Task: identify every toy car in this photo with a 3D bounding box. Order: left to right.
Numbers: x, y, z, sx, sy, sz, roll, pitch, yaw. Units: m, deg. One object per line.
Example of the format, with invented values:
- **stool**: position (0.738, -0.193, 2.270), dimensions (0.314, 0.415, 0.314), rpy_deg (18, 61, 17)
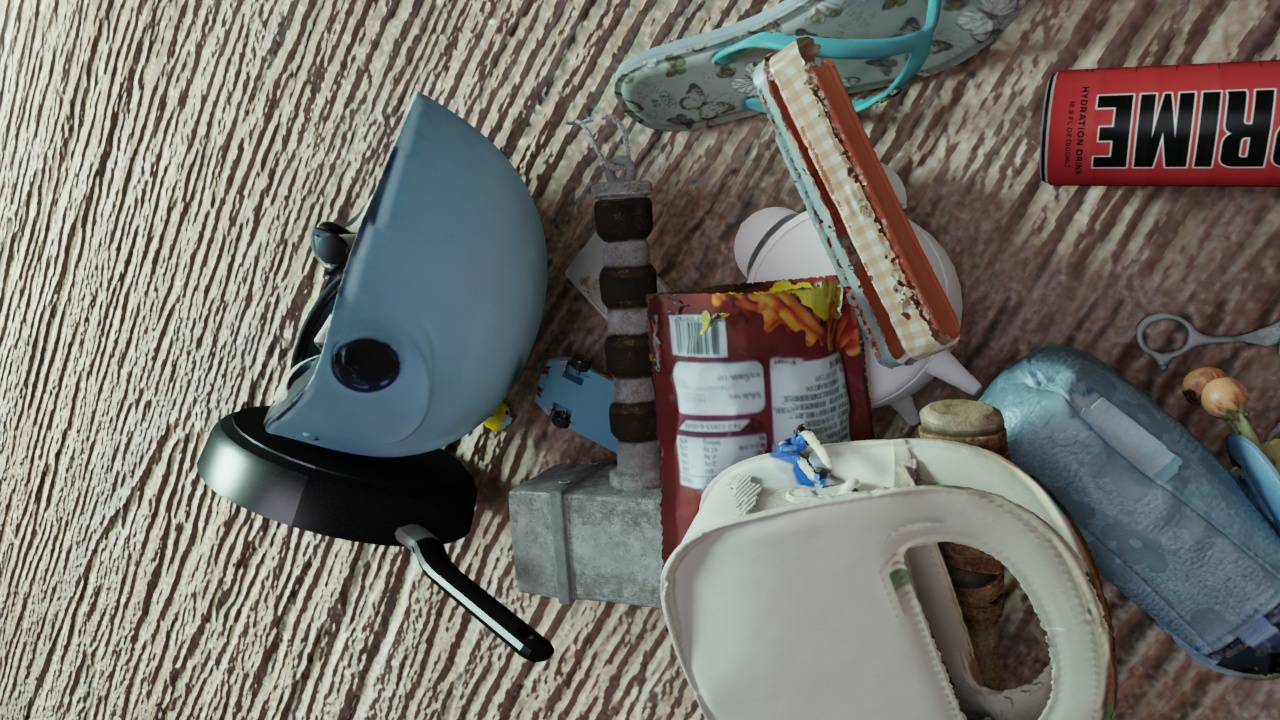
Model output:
- **toy car**: position (-0.023, 0.034, 0.678), dimensions (0.108, 0.027, 0.060), rpy_deg (26, 111, 16)

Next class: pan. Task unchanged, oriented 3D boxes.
- **pan**: position (-0.171, 0.104, 0.643), dimensions (0.356, 0.203, 0.044), rpy_deg (22, 96, 43)

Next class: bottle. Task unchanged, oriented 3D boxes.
- **bottle**: position (0.303, -0.121, 0.470), dimensions (0.177, 0.062, 0.062), rpy_deg (6, 98, 28)

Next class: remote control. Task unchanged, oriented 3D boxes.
- **remote control**: position (0.002, -0.036, 0.669), dimensions (0.136, 0.011, 0.050), rpy_deg (47, 114, 16)

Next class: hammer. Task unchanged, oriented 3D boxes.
- **hammer**: position (-0.004, 0.004, 0.605), dimensions (0.177, 0.079, 0.326), rpy_deg (0, 100, 23)
- **hammer**: position (0.186, 0.163, 0.509), dimensions (0.122, 0.048, 0.319), rpy_deg (3, 120, 32)

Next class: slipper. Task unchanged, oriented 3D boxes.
- **slipper**: position (0.102, -0.175, 0.555), dimensions (0.269, 0.098, 0.054), rpy_deg (-9, 64, 37)

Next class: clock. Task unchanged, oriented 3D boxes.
- **clock**: position (0.133, -0.035, 0.574), dimensions (0.126, 0.072, 0.161), rpy_deg (-26, 76, 28)

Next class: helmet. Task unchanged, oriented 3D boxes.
- **helmet**: position (-0.152, -0.050, 0.647), dimensions (0.166, 0.225, 0.266), rpy_deg (16, 130, -17)

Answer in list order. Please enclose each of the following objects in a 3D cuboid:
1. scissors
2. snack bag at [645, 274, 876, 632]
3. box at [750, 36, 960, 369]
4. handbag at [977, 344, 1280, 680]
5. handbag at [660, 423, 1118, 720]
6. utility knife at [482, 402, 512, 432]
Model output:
- **scissors**: position (0.345, -0.002, 0.487), dimensions (0.142, 0.014, 0.175), rpy_deg (-6, 94, 32)
- **snack bag**: position (0.072, 0.059, 0.522), dimensions (0.139, 0.066, 0.208), rpy_deg (-6, 96, 2)
- **box**: position (0.119, -0.086, 0.489), dimensions (0.059, 0.056, 0.186), rpy_deg (-26, 91, -5)
- **handbag**: position (0.272, 0.062, 0.477), dimensions (0.192, 0.121, 0.119), rpy_deg (48, 115, 21)
- **handbag**: position (0.125, 0.127, 0.461), dimensions (0.200, 0.092, 0.201), rpy_deg (-15, 104, 27)
- **utility knife**: position (-0.162, 0.012, 0.761), dimensions (0.151, 0.017, 0.031), rpy_deg (33, 118, 18)
